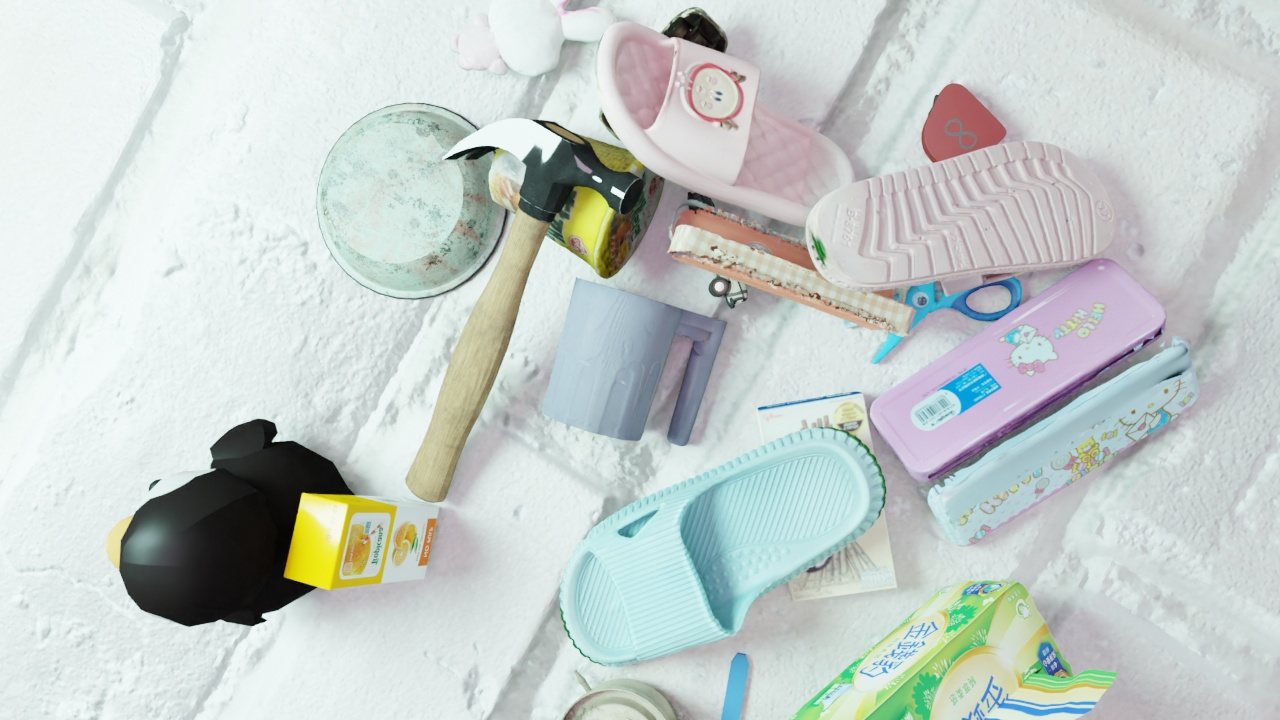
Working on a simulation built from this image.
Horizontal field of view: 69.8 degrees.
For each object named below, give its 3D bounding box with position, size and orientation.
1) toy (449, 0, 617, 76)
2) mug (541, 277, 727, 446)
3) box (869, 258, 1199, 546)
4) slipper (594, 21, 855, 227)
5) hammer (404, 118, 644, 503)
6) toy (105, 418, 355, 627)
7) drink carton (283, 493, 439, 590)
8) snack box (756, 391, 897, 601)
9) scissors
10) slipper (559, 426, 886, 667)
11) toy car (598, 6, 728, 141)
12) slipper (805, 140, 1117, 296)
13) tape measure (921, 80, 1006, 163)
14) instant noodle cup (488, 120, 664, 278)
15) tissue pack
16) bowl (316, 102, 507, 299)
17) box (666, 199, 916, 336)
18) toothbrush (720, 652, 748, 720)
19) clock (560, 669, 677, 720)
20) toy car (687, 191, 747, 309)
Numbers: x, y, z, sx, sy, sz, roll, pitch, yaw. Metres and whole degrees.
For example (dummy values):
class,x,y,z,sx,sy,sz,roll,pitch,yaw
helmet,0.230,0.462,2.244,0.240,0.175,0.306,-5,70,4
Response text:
class,x,y,z,sx,sy,sz,roll,pitch,yaw
toy,-0.085,-0.258,0.708,0.125,0.037,0.076,-25,92,8
mug,-0.004,0.004,0.691,0.123,0.084,0.104,15,93,-22
box,0.291,0.034,0.670,0.214,0.062,0.140,-34,91,5
slipper,0.065,-0.163,0.650,0.221,0.056,0.106,24,63,-20
hammer,-0.115,-0.026,0.670,0.132,0.040,0.306,33,114,16
toy,-0.286,0.127,0.659,0.140,0.184,0.159,4,91,4
drink carton,-0.201,0.133,0.682,0.040,0.122,0.058,9,84,21
snack box,0.141,0.103,0.699,0.082,0.026,0.150,-11,91,6
scissors,0.225,-0.041,0.696,0.113,0.013,0.140,37,91,5
slipper,0.049,0.140,0.672,0.277,0.069,0.116,-31,81,15
toy car,0.016,-0.215,0.698,0.048,0.040,0.113,38,106,-26
slipper,0.223,-0.096,0.657,0.239,0.064,0.094,-10,81,-15
tape measure,0.236,-0.172,0.690,0.051,0.019,0.059,-44,87,8
instant noodle cup,-0.050,-0.128,0.683,0.108,0.102,0.102,27,93,13
tissue pack,0.216,0.234,0.598,0.197,0.142,0.120,-35,92,-29
bowl,-0.185,-0.128,0.718,0.157,0.038,0.157,0,91,5
box,0.110,-0.066,0.654,0.187,0.055,0.076,18,49,-9
toothbrush,0.065,0.311,0.715,0.016,0.014,0.166,10,91,5
clock,0.004,0.296,0.701,0.141,0.054,0.093,15,92,12
toy car,0.060,-0.085,0.696,0.037,0.040,0.092,-22,89,4
